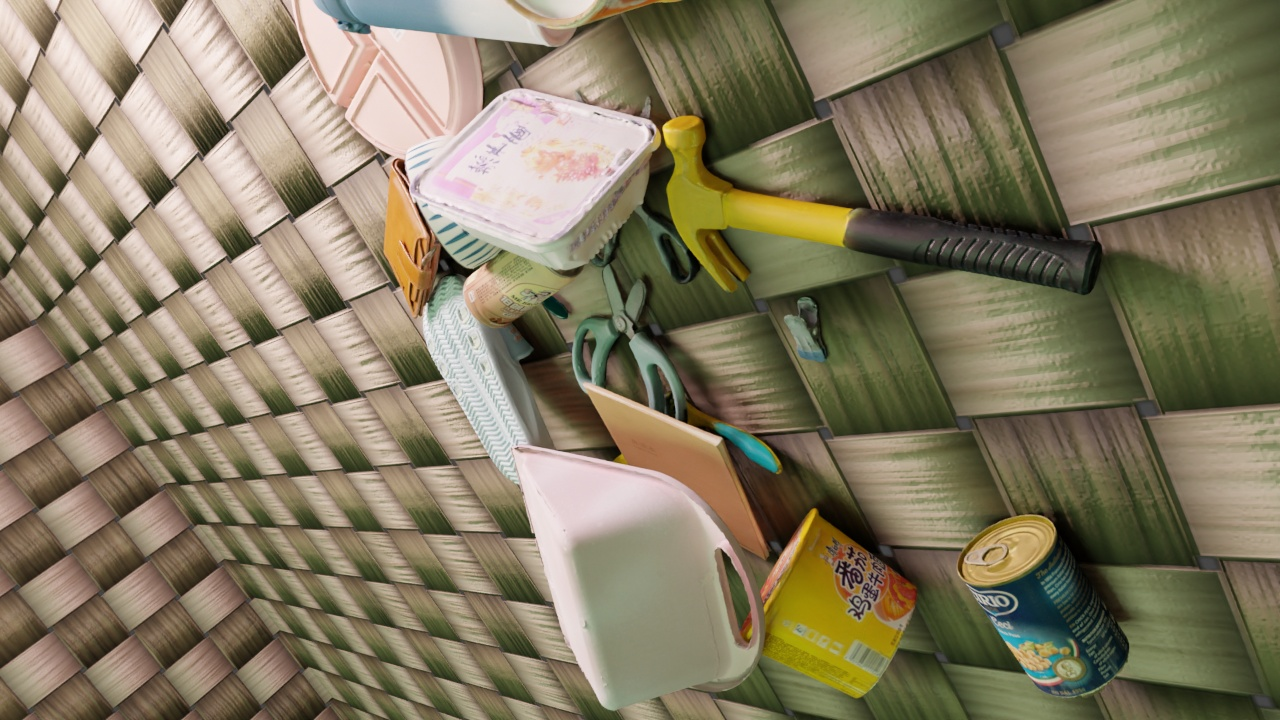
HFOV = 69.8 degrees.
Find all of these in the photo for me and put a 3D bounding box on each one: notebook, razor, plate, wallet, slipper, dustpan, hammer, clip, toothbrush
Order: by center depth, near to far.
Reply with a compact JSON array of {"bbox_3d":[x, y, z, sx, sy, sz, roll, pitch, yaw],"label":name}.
[{"bbox_3d":[0.143,-0.087,0.613,0.301,0.032,0.129,17,134,35],"label":"hammer"},{"bbox_3d":[0.127,-0.020,0.702,0.024,0.027,0.056,16,143,37],"label":"clip"},{"bbox_3d":[-0.233,-0.281,0.817,0.230,0.028,0.230,26,137,27],"label":"plate"},{"bbox_3d":[0.075,0.068,0.822,0.133,0.028,0.043,25,126,35],"label":"razor"},{"bbox_3d":[-0.005,0.190,0.826,0.273,0.138,0.223,-146,41,-69],"label":"dustpan"},{"bbox_3d":[0.037,0.106,0.861,0.150,0.012,0.212,21,153,33],"label":"notebook"},{"bbox_3d":[-0.141,-0.101,0.898,0.191,0.016,0.018,40,178,12],"label":"toothbrush"},{"bbox_3d":[-0.229,-0.117,0.931,0.119,0.035,0.131,64,150,27],"label":"wallet"},{"bbox_3d":[-0.146,0.014,0.954,0.104,0.074,0.245,-40,74,47],"label":"slipper"}]

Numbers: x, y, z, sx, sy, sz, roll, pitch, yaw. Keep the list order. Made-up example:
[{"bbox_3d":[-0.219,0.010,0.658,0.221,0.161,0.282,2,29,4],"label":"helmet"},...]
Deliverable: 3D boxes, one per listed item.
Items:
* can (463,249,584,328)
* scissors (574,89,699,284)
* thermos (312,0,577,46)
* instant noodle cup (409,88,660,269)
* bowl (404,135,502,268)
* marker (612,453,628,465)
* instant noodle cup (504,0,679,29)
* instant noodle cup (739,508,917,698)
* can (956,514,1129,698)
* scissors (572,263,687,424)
[{"bbox_3d":[-0.108,-0.076,0.835,0.117,0.058,0.058,-28,101,41],"label":"can"},{"bbox_3d":[-0.011,-0.135,0.744,0.160,0.014,0.181,-26,100,50],"label":"scissors"},{"bbox_3d":[-0.151,-0.275,0.684,0.221,0.070,0.070,14,132,25],"label":"thermos"},{"bbox_3d":[-0.076,-0.134,0.705,0.173,0.137,0.060,24,154,36],"label":"instant noodle cup"},{"bbox_3d":[-0.146,-0.146,0.801,0.066,0.116,0.116,-24,109,10],"label":"bowl"},{"bbox_3d":[0.004,0.087,0.924,0.018,0.015,0.124,47,140,0],"label":"marker"},{"bbox_3d":[-0.028,-0.275,0.549,0.151,0.111,0.152,26,138,26],"label":"instant noodle cup"},{"bbox_3d":[0.163,0.213,0.789,0.110,0.137,0.138,29,140,9],"label":"instant noodle cup"},{"bbox_3d":[0.294,0.179,0.668,0.111,0.075,0.075,54,143,-9],"label":"can"},{"bbox_3d":[-0.005,0.005,0.836,0.181,0.019,0.171,50,141,20],"label":"scissors"}]
